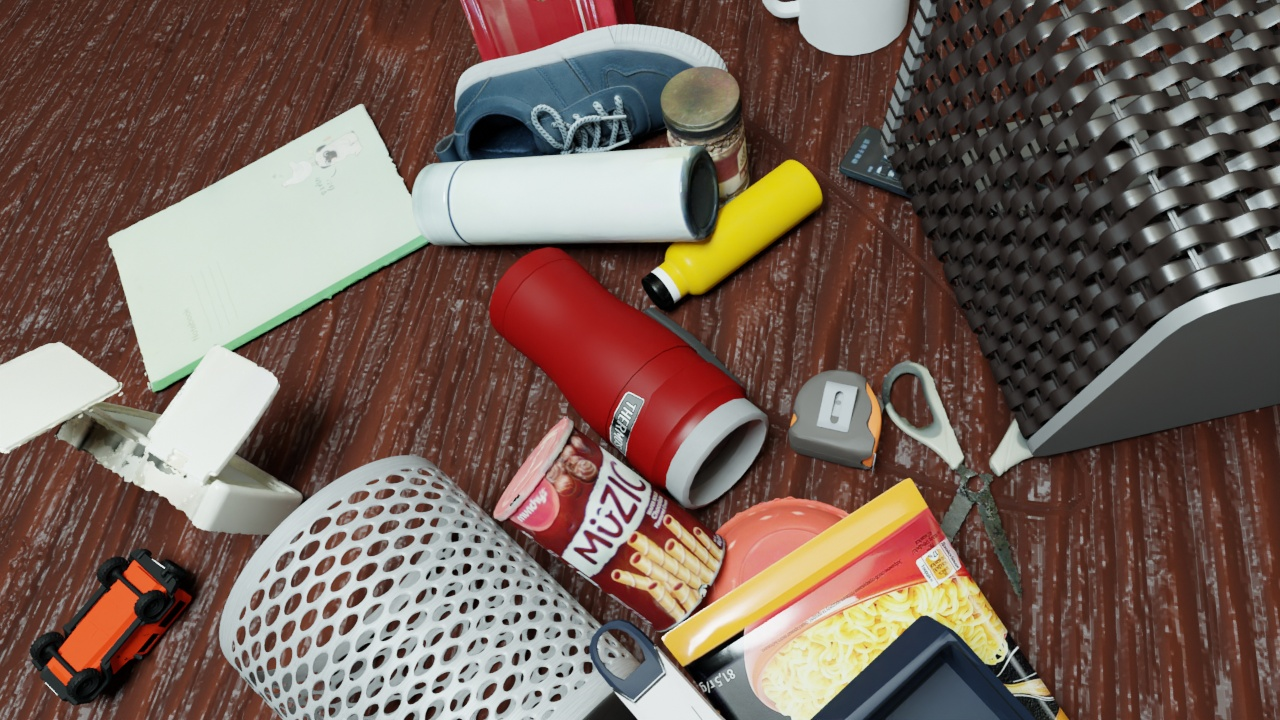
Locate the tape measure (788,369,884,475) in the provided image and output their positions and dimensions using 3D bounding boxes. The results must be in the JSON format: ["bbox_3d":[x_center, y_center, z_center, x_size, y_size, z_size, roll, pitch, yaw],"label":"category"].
[{"bbox_3d":[0.129,0.036,0.594,0.058,0.038,0.058,14,66,18],"label":"tape measure"}]

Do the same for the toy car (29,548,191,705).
[{"bbox_3d":[-0.348,0.177,0.610,0.051,0.049,0.100,29,71,23],"label":"toy car"}]

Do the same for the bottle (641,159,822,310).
[{"bbox_3d":[0.065,-0.089,0.672,0.143,0.043,0.043,-37,61,-9],"label":"bottle"}]

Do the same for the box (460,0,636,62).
[{"bbox_3d":[-0.073,-0.293,0.746,0.129,0.158,0.087,5,58,12],"label":"box"}]

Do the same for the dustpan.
[{"bbox_3d":[0.077,0.225,0.421,0.236,0.080,0.273,-43,77,-1],"label":"dustpan"}]

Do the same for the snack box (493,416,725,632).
[{"bbox_3d":[-0.017,0.097,0.542,0.121,0.072,0.072,38,72,-8],"label":"snack box"}]

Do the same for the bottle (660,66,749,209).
[{"bbox_3d":[0.050,-0.158,0.676,0.056,0.105,0.056,-5,61,9],"label":"bottle"}]

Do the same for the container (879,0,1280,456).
[{"bbox_3d":[0.306,-0.112,0.508,0.247,0.246,0.243,-13,68,-1],"label":"container"}]

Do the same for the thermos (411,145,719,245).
[{"bbox_3d":[-0.059,-0.118,0.676,0.230,0.068,0.067,3,62,27],"label":"thermos"}]

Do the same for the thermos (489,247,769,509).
[{"bbox_3d":[-0.004,0.004,0.621,0.107,0.084,0.198,-22,51,-40],"label":"thermos"}]

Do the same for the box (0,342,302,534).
[{"bbox_3d":[-0.305,0.031,0.587,0.143,0.187,0.105,24,84,16],"label":"box"}]

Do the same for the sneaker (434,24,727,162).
[{"bbox_3d":[-0.048,-0.197,0.730,0.236,0.089,0.087,-6,58,14],"label":"sneaker"}]

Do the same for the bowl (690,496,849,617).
[{"bbox_3d":[0.091,0.137,0.544,0.130,0.045,0.130,-5,61,8],"label":"bowl"}]

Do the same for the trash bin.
[{"bbox_3d":[-0.107,0.169,0.507,0.183,0.156,0.156,36,74,23],"label":"trash bin"}]

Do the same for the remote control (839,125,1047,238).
[{"bbox_3d":[0.224,-0.129,0.675,0.150,0.022,0.047,26,69,21],"label":"remote control"}]

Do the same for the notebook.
[{"bbox_3d":[-0.317,-0.102,0.776,0.252,0.010,0.182,-30,61,-5],"label":"notebook"}]

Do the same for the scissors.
[{"bbox_3d":[0.213,0.061,0.579,0.157,0.012,0.171,-31,60,-5],"label":"scissors"}]

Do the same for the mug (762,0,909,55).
[{"bbox_3d":[0.158,-0.311,0.745,0.121,0.090,0.091,-9,61,7],"label":"mug"}]

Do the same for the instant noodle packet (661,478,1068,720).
[{"bbox_3d":[0.139,0.197,0.480,0.160,0.032,0.220,-32,80,-4],"label":"instant noodle packet"}]
